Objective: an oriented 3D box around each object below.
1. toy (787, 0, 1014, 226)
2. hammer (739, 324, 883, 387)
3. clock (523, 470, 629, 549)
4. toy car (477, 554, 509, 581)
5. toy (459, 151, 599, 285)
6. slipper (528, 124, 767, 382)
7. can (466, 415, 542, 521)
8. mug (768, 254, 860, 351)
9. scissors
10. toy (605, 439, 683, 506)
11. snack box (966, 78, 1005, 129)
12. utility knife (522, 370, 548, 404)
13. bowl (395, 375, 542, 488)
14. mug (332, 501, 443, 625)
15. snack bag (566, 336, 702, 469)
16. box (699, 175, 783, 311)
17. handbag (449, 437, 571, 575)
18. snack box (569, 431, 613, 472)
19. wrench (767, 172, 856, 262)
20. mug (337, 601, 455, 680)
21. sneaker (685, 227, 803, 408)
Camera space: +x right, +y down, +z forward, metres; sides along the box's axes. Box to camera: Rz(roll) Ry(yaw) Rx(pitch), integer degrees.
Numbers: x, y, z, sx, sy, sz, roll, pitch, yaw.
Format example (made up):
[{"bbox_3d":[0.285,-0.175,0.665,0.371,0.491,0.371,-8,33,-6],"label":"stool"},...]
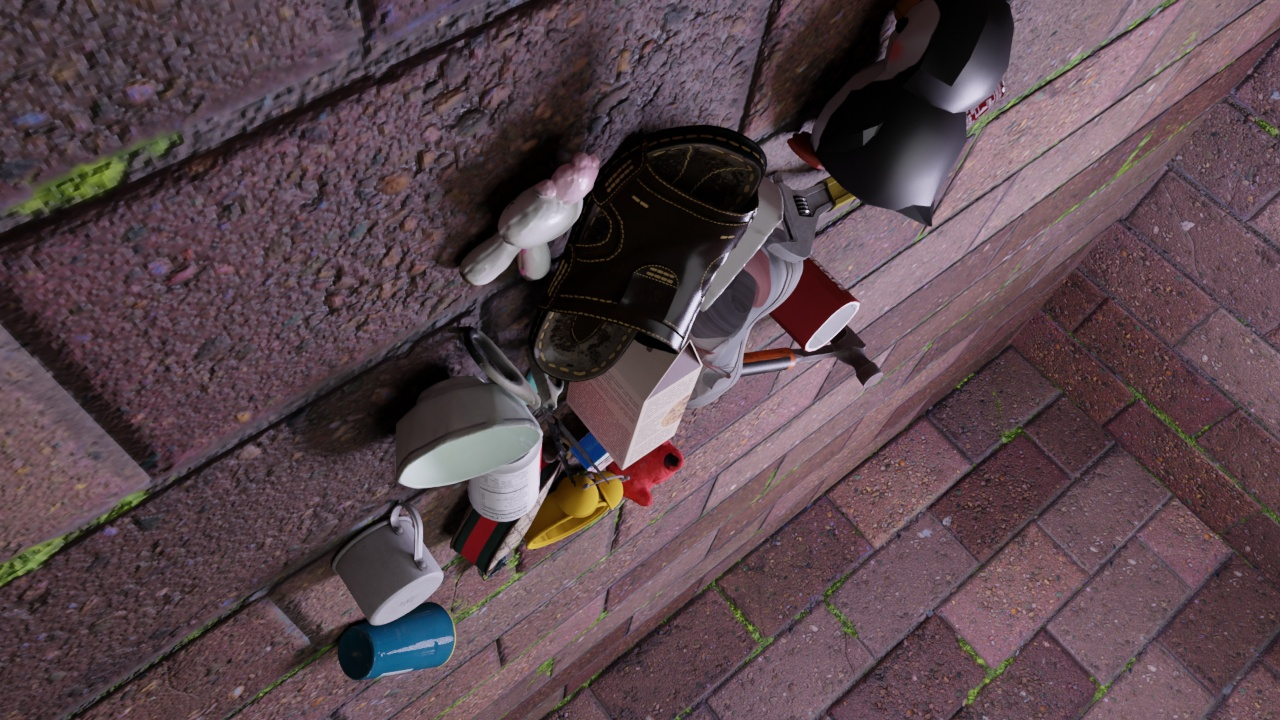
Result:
[{"bbox_3d":[0.241,-0.219,0.766,0.158,0.140,0.185,-21,151,-45],"label":"toy"},{"bbox_3d":[0.162,-0.011,1.160,0.313,0.137,0.035,-7,143,-36],"label":"hammer"},{"bbox_3d":[-0.086,0.179,1.120,0.152,0.052,0.113,-37,162,25],"label":"clock"},{"bbox_3d":[-0.184,0.241,1.122,0.038,0.027,0.090,-36,159,-23],"label":"toy car"},{"bbox_3d":[-0.068,-0.094,0.612,0.123,0.038,0.079,-44,166,36],"label":"toy"},{"bbox_3d":[-0.005,-0.058,0.661,0.113,0.075,0.269,19,135,-22],"label":"slipper"},{"bbox_3d":[-0.129,0.099,0.860,0.070,0.070,0.132,-33,159,-24],"label":"can"},{"bbox_3d":[0.193,-0.072,1.056,0.081,0.096,0.116,-49,159,20],"label":"mug"},{"bbox_3d":[-0.081,0.029,0.725,0.013,0.170,0.157,-40,123,15],"label":"scissors"},{"bbox_3d":[-0.006,0.142,1.188,0.133,0.088,0.094,-31,179,7],"label":"toy"},{"bbox_3d":[0.293,-0.246,0.914,0.121,0.072,0.072,-44,160,4],"label":"snack box"},{"bbox_3d":[-0.095,0.018,0.834,0.022,0.015,0.141,4,136,-34],"label":"utility knife"},{"bbox_3d":[-0.142,0.051,0.728,0.117,0.061,0.117,-19,161,-7],"label":"bowl"},{"bbox_3d":[-0.231,0.190,0.866,0.113,0.070,0.084,-50,159,28],"label":"mug"},{"bbox_3d":[-0.005,0.005,0.854,0.069,0.094,0.207,-31,158,-26],"label":"snack bag"},{"bbox_3d":[0.029,-0.114,0.722,0.107,0.132,0.151,-53,-171,25],"label":"box"},{"bbox_3d":[-0.134,0.151,1.000,0.167,0.063,0.138,-58,173,27],"label":"handbag"},{"bbox_3d":[-0.030,0.086,1.030,0.088,0.033,0.154,-40,173,-3],"label":"snack box"},{"bbox_3d":[0.194,-0.164,0.914,0.018,0.083,0.272,-24,-177,45],"label":"wrench"},{"bbox_3d":[-0.283,0.327,1.058,0.078,0.078,0.121,-48,155,18],"label":"mug"},{"bbox_3d":[0.066,-0.031,0.913,0.089,0.099,0.237,-19,149,-42],"label":"sneaker"}]
